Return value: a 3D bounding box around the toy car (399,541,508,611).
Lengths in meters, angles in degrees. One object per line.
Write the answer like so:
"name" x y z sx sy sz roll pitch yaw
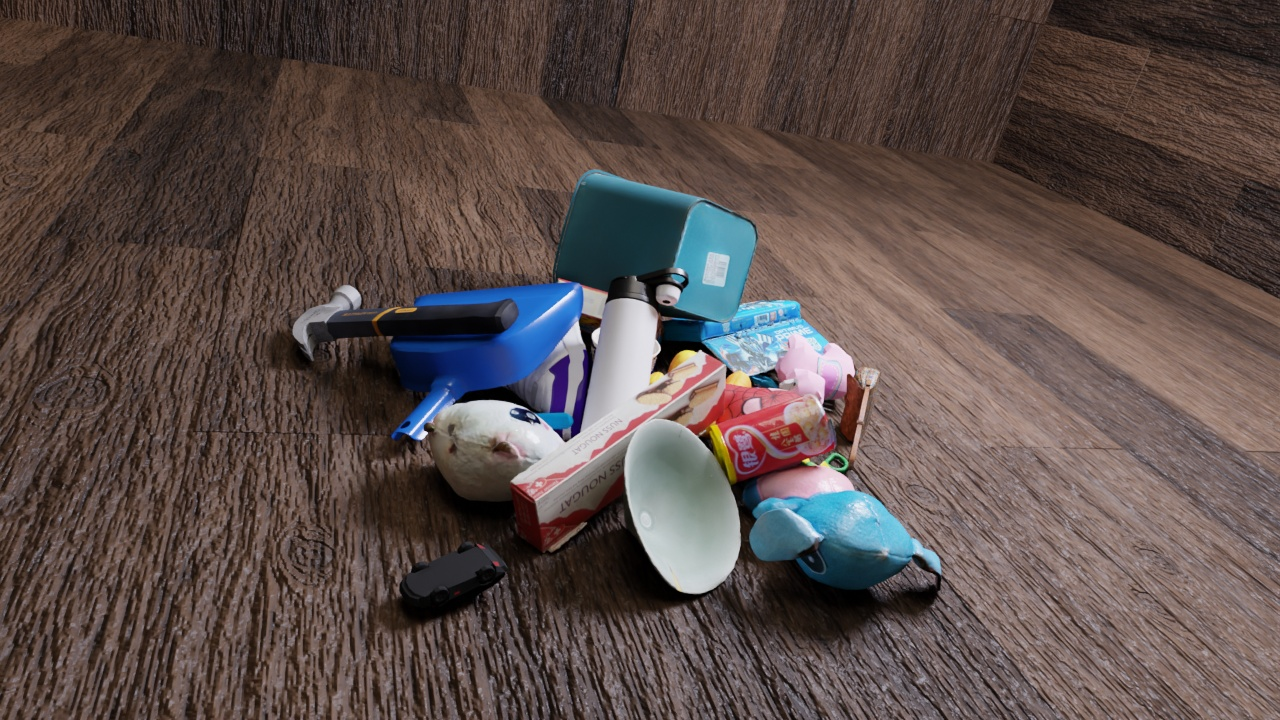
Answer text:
"toy car" -0.161 0.190 0.791 0.091 0.036 0.042 -20 37 -33

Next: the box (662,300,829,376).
"box" 0.169 -0.048 1.396 0.242 0.060 0.175 -14 31 -43

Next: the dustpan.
"dustpan" -0.217 0.000 1.061 0.246 0.059 0.256 -3 29 23

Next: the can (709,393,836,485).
"can" 0.140 0.084 0.988 0.124 0.067 0.066 -18 30 -3

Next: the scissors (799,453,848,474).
"scissors" 0.200 0.129 1.109 0.108 0.012 0.131 25 27 27

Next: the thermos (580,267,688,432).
"thermos" -0.006 0.006 1.038 0.101 0.229 0.068 -4 -26 27

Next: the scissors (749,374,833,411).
"scissors" 0.208 0.054 1.274 0.135 0.016 0.083 22 22 9

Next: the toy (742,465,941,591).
"toy" 0.206 0.170 0.948 0.224 0.099 0.191 12 13 -18

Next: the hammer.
"hammer" -0.281 -0.050 1.091 0.313 0.035 0.139 -1 33 27

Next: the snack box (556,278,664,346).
"snack box" -0.042 -0.060 1.275 0.142 0.040 0.145 16 -9 8

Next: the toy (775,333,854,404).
"toy" 0.239 0.025 1.261 0.123 0.067 0.157 16 28 -12

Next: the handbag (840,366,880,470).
"handbag" 0.267 0.083 1.156 0.043 0.094 0.195 13 29 14

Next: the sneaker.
"sneaker" -0.126 0.012 1.120 0.111 0.092 0.244 0 29 -10

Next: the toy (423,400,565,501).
"toy" -0.133 0.093 0.949 0.139 0.101 0.179 12 2 30

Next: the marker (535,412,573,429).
"marker" -0.131 0.069 1.030 0.123 0.018 0.015 -2 -11 23

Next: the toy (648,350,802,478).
"toy" 0.109 0.067 1.096 0.216 0.099 0.147 23 39 24

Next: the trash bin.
"trash bin" 0.028 -0.153 1.310 0.196 0.199 0.219 13 3 -44

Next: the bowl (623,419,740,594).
"bowl" 0.020 0.150 0.910 0.174 0.068 0.174 29 48 -38

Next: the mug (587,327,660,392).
"mug" -0.024 0.022 1.137 0.085 0.089 0.111 7 26 -13

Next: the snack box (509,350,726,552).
"snack box" -0.012 0.088 0.935 0.044 0.077 0.272 29 48 34
